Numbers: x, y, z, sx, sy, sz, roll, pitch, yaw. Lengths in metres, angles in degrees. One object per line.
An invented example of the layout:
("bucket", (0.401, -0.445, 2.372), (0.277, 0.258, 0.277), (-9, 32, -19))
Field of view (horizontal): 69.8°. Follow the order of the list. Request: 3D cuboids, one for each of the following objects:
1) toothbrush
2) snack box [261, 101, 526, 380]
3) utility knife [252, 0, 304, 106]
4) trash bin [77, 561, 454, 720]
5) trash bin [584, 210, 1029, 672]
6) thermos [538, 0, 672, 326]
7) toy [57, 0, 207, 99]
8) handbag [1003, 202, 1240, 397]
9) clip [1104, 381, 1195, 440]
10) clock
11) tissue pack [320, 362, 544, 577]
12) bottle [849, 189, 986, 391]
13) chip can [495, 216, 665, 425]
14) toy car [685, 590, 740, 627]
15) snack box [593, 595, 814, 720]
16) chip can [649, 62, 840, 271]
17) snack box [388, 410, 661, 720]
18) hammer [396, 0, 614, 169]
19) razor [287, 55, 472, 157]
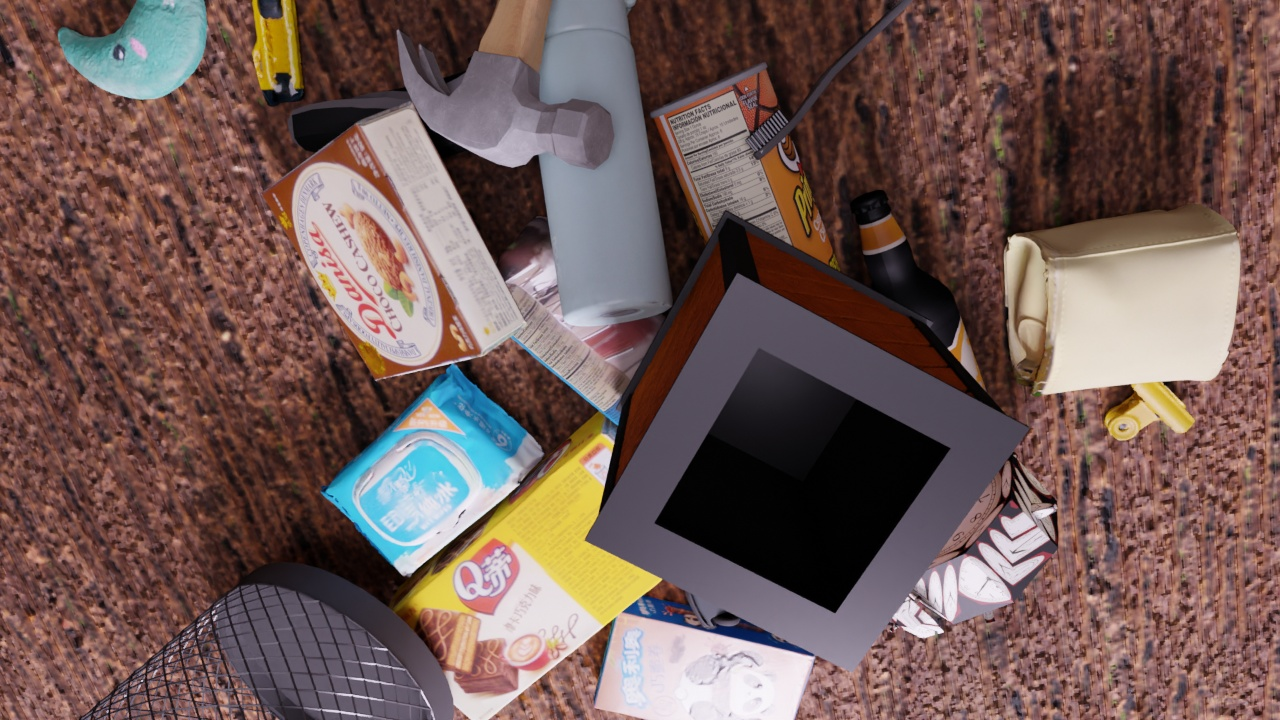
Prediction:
("toothbrush", (0.119, -0.174, 0.538), (0.167, 0.013, 0.013), (-45, 103, -16))
("snack box", (-0.154, -0.065, 0.566), (0.147, 0.041, 0.143), (-10, 112, 48))
("utility knife", (-0.233, -0.251, 0.569), (0.030, 0.017, 0.179), (-3, 104, -6))
("trash bin", (-0.261, 0.278, 0.590), (0.218, 0.226, 0.218), (13, 125, 18))
("trash bin", (0.074, 0.029, 0.479), (0.139, 0.171, 0.140), (27, 108, -5))
("thermos", (-0.029, -0.127, 0.539), (0.077, 0.065, 0.206), (-7, 85, -17))
("toy", (-0.315, -0.209, 0.576), (0.105, 0.033, 0.085), (-43, 90, 15))
("handbag", (0.297, -0.035, 0.582), (0.119, 0.081, 0.111), (-9, 114, 3))
("clip", (0.343, 0.034, 0.625), (0.054, 0.045, 0.049), (42, 79, -11))
("clock", (0.207, 0.132, 0.616), (0.065, 0.114, 0.155), (44, 106, -10))
("tissue pack", (-0.148, 0.082, 0.642), (0.144, 0.061, 0.093), (-42, 102, 14))
("bottle", (0.177, -0.023, 0.597), (0.059, 0.059, 0.182), (-22, 105, 9))
("chip can", (-0.004, 0.004, 0.606), (0.229, 0.079, 0.080), (40, 104, -10))
("toy car", (0.088, 0.155, 0.668), (0.112, 0.034, 0.046), (-26, 100, 2))
("snack box", (0.047, 0.235, 0.696), (0.151, 0.034, 0.087), (13, 107, -1))
("chip can", (0.082, -0.069, 0.579), (0.075, 0.075, 0.215), (-22, 105, 9))
("snack box", (-0.071, 0.147, 0.659), (0.230, 0.061, 0.110), (-42, 101, 13))
("hammer", (-0.043, -0.270, 0.497), (0.131, 0.039, 0.328), (16, 92, 22))
("razor", (-0.148, -0.152, 0.576), (0.156, 0.057, 0.060), (-13, 64, 7))
